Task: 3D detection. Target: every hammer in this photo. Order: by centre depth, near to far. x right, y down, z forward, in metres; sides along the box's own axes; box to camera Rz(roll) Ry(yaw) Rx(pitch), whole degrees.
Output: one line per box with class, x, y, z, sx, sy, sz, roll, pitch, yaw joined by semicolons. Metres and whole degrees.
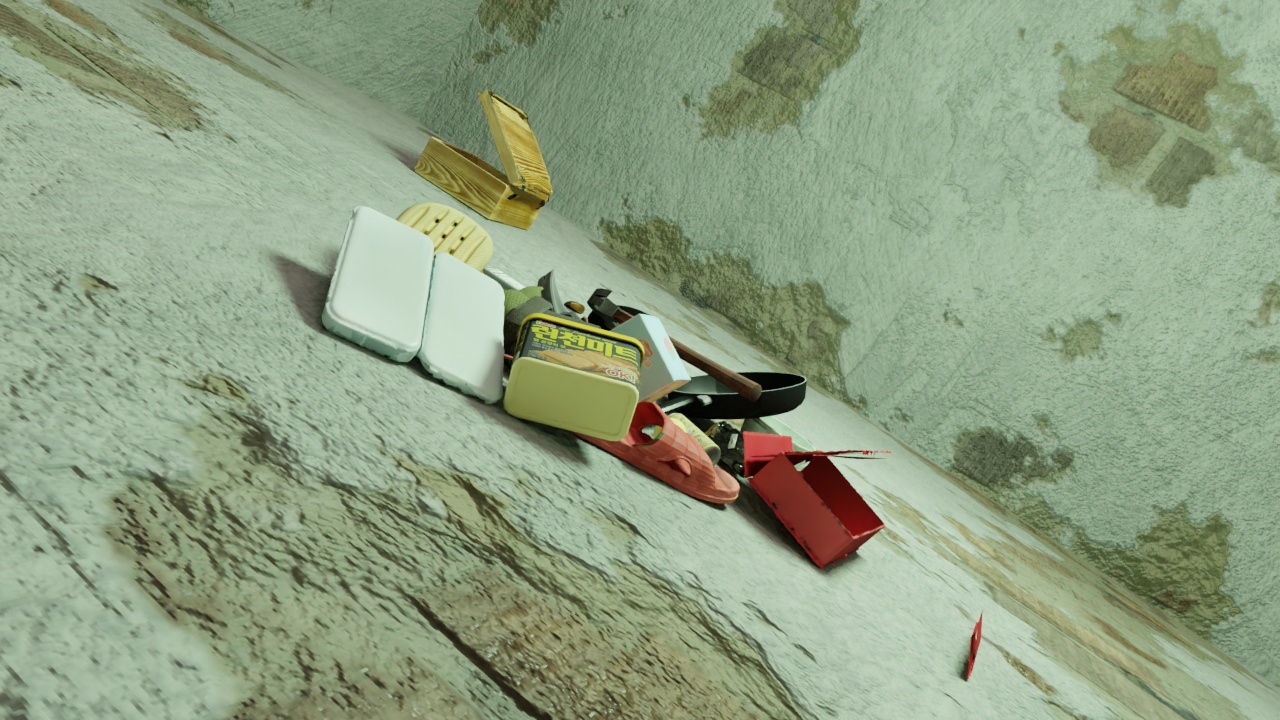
hammer;0.041;-0.021;1.264;0.301;0.028;0.111;31;-10;33
hammer;-0.040;-0.012;1.277;0.324;0.034;0.169;31;32;-56

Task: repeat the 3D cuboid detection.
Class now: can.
can;-0.065;0.017;0.914;0.131;0.073;0.100;15;26;-6
can;0.060;0.099;1.120;0.038;0.038;0.079;23;13;-44

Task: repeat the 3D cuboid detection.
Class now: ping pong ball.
ping pong ball;0.035;0.088;1.089;0.040;0.040;0.040;31;9;-6

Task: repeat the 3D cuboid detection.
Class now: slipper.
slipper;0.007;0.079;0.996;0.248;0.059;0.103;28;10;-17
slipper;-0.252;-0.099;1.031;0.111;0.079;0.260;37;28;-10

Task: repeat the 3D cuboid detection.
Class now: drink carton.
drink carton;-0.171;-0.077;1.254;0.125;0.048;0.076;33;9;8

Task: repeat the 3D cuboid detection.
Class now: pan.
pan;0.101;0.058;1.280;0.204;0.044;0.354;1;8;32

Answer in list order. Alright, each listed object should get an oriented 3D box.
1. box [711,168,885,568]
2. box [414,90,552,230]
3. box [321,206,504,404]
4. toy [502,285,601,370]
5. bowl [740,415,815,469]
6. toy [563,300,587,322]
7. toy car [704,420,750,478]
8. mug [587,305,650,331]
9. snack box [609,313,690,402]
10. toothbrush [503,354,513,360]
box;0.178;0.021;1.146;0.214;0.138;0.467;13;54;-64
box;-0.330;-0.483;2.240;0.269;0.264;0.279;35;8;9
box;-0.213;-0.060;0.906;0.190;0.038;0.208;28;30;-23
toy;-0.118;-0.024;1.051;0.153;0.078;0.178;29;31;13
bowl;0.194;0.125;1.356;0.117;0.061;0.117;30;10;-6
toy;-0.112;-0.044;1.331;0.103;0.070;0.090;9;-24;47
toy car;0.128;0.122;1.201;0.047;0.047;0.112;48;-7;-37
mug;-0.047;-0.042;1.433;0.118;0.085;0.100;-20;32;-40
snack box;-0.007;0.007;1.118;0.093;0.095;0.079;62;16;9
toothbrush;-0.099;0.016;0.980;0.184;0.016;0.015;18;15;-5
